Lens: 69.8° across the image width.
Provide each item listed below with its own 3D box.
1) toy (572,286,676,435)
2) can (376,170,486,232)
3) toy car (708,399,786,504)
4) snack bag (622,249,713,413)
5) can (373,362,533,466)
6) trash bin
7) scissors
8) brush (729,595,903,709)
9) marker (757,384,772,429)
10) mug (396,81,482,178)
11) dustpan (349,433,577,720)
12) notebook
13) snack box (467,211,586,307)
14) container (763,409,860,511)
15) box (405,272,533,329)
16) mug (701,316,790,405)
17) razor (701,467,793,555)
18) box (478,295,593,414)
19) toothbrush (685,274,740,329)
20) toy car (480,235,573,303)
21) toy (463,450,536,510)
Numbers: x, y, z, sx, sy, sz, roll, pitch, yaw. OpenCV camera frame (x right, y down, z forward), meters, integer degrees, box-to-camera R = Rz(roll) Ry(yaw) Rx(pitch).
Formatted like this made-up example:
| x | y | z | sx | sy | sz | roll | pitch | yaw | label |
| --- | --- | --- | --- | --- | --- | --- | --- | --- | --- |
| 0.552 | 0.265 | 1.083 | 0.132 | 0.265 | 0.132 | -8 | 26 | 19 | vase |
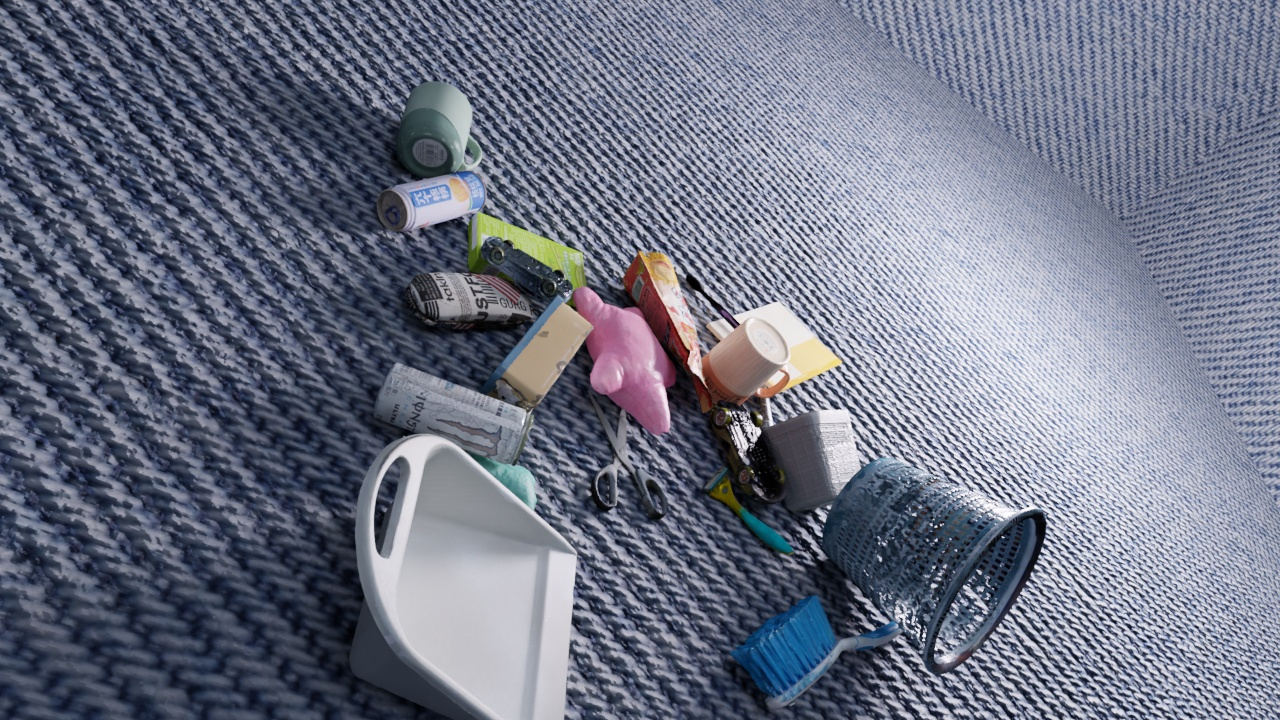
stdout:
| x | y | z | sx | sy | sz | roll | pitch | yaw | label |
| --- | --- | --- | --- | --- | --- | --- | --- | --- | --- |
| -0.007 | 0.007 | 1.117 | 0.178 | 0.075 | 0.194 | 23 | 41 | -46 | toy |
| -0.247 | -0.190 | 1.091 | 0.053 | 0.053 | 0.134 | 50 | 37 | 7 | can |
| 0.135 | 0.117 | 1.170 | 0.070 | 0.042 | 0.158 | 10 | 46 | -37 | toy car |
| 0.042 | -0.043 | 1.196 | 0.129 | 0.073 | 0.207 | 67 | 0 | -55 | snack bag |
| -0.182 | 0.053 | 0.896 | 0.146 | 0.058 | 0.058 | 22 | 41 | -9 | can |
| 0.340 | 0.227 | 1.113 | 0.226 | 0.227 | 0.195 | -2 | 26 | -44 | trash bin |
| -0.023 | 0.112 | 1.054 | 0.178 | 0.014 | 0.159 | 46 | 35 | 5 | scissors |
| 0.219 | 0.318 | 1.058 | 0.313 | 0.061 | 0.109 | -16 | 72 | -52 | brush |
| 0.173 | 0.069 | 1.272 | 0.017 | 0.017 | 0.145 | 23 | 42 | -26 | marker |
| -0.248 | -0.277 | 1.153 | 0.111 | 0.082 | 0.106 | 35 | 35 | -33 | mug |
| -0.136 | 0.185 | 0.773 | 0.257 | 0.143 | 0.222 | 25 | 42 | -23 | dustpan |
| 0.204 | -0.024 | 1.372 | 0.146 | 0.010 | 0.205 | 46 | 35 | 20 | notebook |
| -0.141 | -0.125 | 1.152 | 0.156 | 0.026 | 0.085 | 18 | 45 | -31 | snack box |
| 0.229 | 0.131 | 1.194 | 0.090 | 0.090 | 0.114 | 1 | 70 | -43 | container |
| -0.187 | -0.070 | 1.035 | 0.164 | 0.056 | 0.070 | -7 | 42 | -49 | box |
| 0.149 | 0.010 | 1.231 | 0.114 | 0.106 | 0.081 | 27 | 41 | -21 | mug |
| 0.133 | 0.189 | 1.112 | 0.132 | 0.028 | 0.043 | 43 | 60 | 3 | razor |
| -0.116 | 0.003 | 1.005 | 0.060 | 0.090 | 0.183 | 38 | 35 | -8 | box |
| 0.130 | -0.061 | 1.336 | 0.189 | 0.014 | 0.016 | 48 | 21 | 19 | toothbrush |
| -0.135 | -0.104 | 1.082 | 0.120 | 0.037 | 0.054 | 34 | 22 | -2 | toy car |
| -0.144 | 0.112 | 0.925 | 0.092 | 0.030 | 0.096 | 28 | 33 | -25 | toy |
